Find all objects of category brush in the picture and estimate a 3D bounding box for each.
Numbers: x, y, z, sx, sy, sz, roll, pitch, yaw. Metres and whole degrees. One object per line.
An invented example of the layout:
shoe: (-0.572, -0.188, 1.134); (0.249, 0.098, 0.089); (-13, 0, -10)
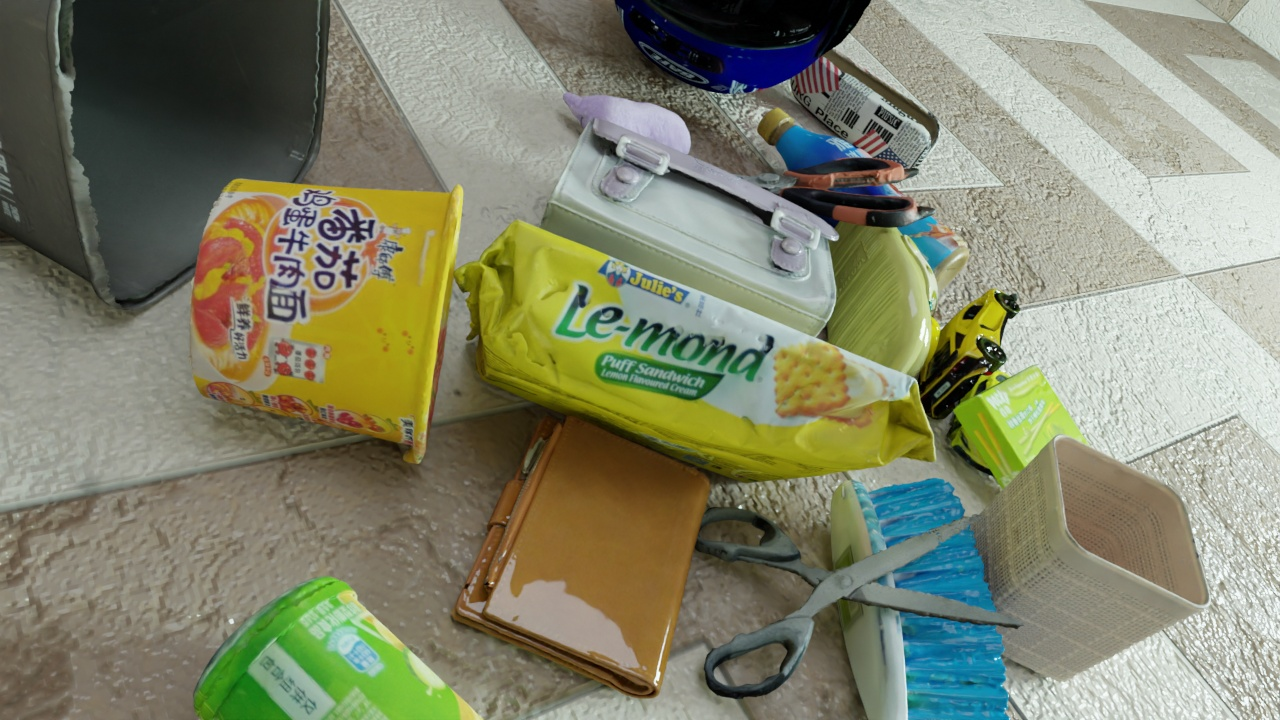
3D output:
brush: (0.136, 0.189, 0.461); (0.109, 0.061, 0.313); (11, 47, -12)

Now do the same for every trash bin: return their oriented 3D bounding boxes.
trash bin: (-0.310, -0.175, 0.475); (0.220, 0.200, 0.198); (23, 42, 3)

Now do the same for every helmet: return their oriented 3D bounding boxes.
helmet: (0.086, -0.363, 0.824); (0.247, 0.241, 0.314); (29, 33, 5)

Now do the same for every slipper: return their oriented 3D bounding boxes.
slipper: (0.191, -0.050, 0.697); (0.081, 0.092, 0.190); (19, 39, -15)

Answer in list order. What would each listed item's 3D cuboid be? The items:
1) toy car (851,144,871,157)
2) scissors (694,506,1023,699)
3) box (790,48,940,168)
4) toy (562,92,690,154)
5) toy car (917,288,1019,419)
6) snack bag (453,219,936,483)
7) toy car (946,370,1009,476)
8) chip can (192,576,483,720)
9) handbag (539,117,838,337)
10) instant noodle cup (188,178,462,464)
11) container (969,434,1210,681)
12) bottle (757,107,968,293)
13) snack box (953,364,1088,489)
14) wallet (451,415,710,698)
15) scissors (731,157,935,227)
toy car: (0.208, -0.167, 0.859); (0.056, 0.037, 0.122); (-20, 62, -39)
scissors: (0.101, 0.120, 0.481); (0.181, 0.014, 0.159); (21, 55, 29)
box: (0.219, -0.249, 0.926); (0.163, 0.075, 0.080); (39, 32, 8)
toy: (-0.004, -0.192, 0.763); (0.107, 0.039, 0.083); (2, 48, -31)
toy car: (0.247, -0.011, 0.700); (0.041, 0.071, 0.155); (40, 40, 6)
snack bag: (0.016, 0.011, 0.501); (0.246, 0.158, 0.068); (21, 79, -8)
toy car: (0.263, 0.043, 0.685); (0.048, 0.032, 0.105); (34, 43, 5)
chip can: (-0.069, 0.174, 0.342); (0.221, 0.073, 0.072); (39, 43, 11)
handbag: (0.034, -0.086, 0.643); (0.197, 0.099, 0.144); (23, 36, -8)
instant noodle cup: (-0.152, -0.027, 0.457); (0.109, 0.138, 0.137); (8, 45, -11)
container: (0.247, 0.121, 0.539); (0.090, 0.111, 0.090); (26, 42, -4)
bottle: (0.185, -0.143, 0.801); (0.065, 0.065, 0.218); (-22, 61, -41)
snack box: (0.289, 0.084, 0.636); (0.085, 0.026, 0.156); (-19, 75, -39)
wallet: (-0.025, 0.095, 0.475); (0.108, 0.031, 0.131); (24, 44, -4)
scissors: (0.125, -0.140, 0.731); (0.221, 0.015, 0.189); (-16, 35, -19)
